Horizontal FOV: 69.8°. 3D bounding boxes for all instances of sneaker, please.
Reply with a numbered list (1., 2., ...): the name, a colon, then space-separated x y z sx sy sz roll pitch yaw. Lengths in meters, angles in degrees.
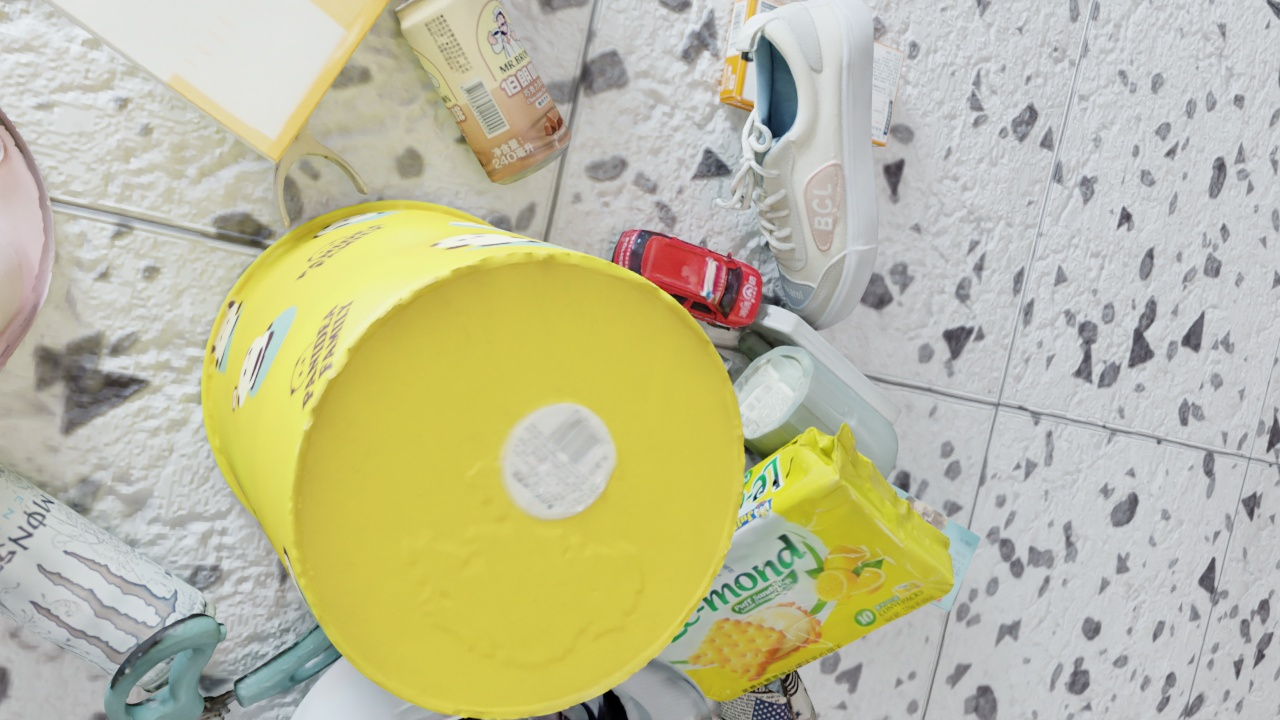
1. sneaker: 0.107 -0.124 0.643 0.090 0.089 0.242 -16 121 -17

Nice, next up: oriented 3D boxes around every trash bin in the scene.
1. trash bin: -0.093 0.033 0.458 0.229 0.255 0.230 -4 99 -25

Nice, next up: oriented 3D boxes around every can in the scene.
1. can: -0.092 -0.168 0.548 0.058 0.058 0.116 -39 116 -20
2. can: -0.298 0.112 0.475 0.058 0.058 0.147 -50 119 -14

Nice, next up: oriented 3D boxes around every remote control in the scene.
1. remote control: 0.144 0.003 0.720 0.150 0.058 0.021 38 81 -31

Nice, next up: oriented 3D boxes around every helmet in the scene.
1. helmet: -0.101 0.234 0.558 0.258 0.146 0.229 -23 126 -21

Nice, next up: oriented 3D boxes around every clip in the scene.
1. clip: -0.200 -0.126 0.506 0.066 0.034 0.099 -28 114 -25

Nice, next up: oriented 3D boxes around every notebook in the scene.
1. notebook: -0.198 -0.225 0.475 0.146 0.010 0.205 38 66 -28

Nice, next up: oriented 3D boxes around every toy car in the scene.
1. toy car: 0.037 -0.056 0.649 0.120 0.045 0.053 15 84 -31

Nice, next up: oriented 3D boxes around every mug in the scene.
1. mug: 0.120 0.038 0.683 0.084 0.123 0.103 -42 121 17

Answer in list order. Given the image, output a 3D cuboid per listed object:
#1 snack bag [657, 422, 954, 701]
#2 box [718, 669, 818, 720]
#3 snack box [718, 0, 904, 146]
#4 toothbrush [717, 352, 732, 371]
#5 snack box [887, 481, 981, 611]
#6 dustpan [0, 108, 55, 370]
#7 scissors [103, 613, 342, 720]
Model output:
1. snack bag: 0.085 0.151 0.650 0.247 0.068 0.158 -36 122 23
2. box: 0.111 0.321 0.762 0.087 0.076 0.163 -19 112 -5
3. snack box: 0.132 -0.214 0.692 0.153 0.026 0.075 7 96 -32
4. toothbrush: 0.000 0.084 0.667 0.026 0.027 0.220 36 78 5
5. snack box: 0.216 0.152 0.793 0.174 0.052 0.074 29 82 -31
6. dustpan: -0.412 -0.021 0.414 0.274 0.138 0.222 -40 121 13
7. scissors: -0.223 0.167 0.491 0.170 0.019 0.181 -33 157 -8
